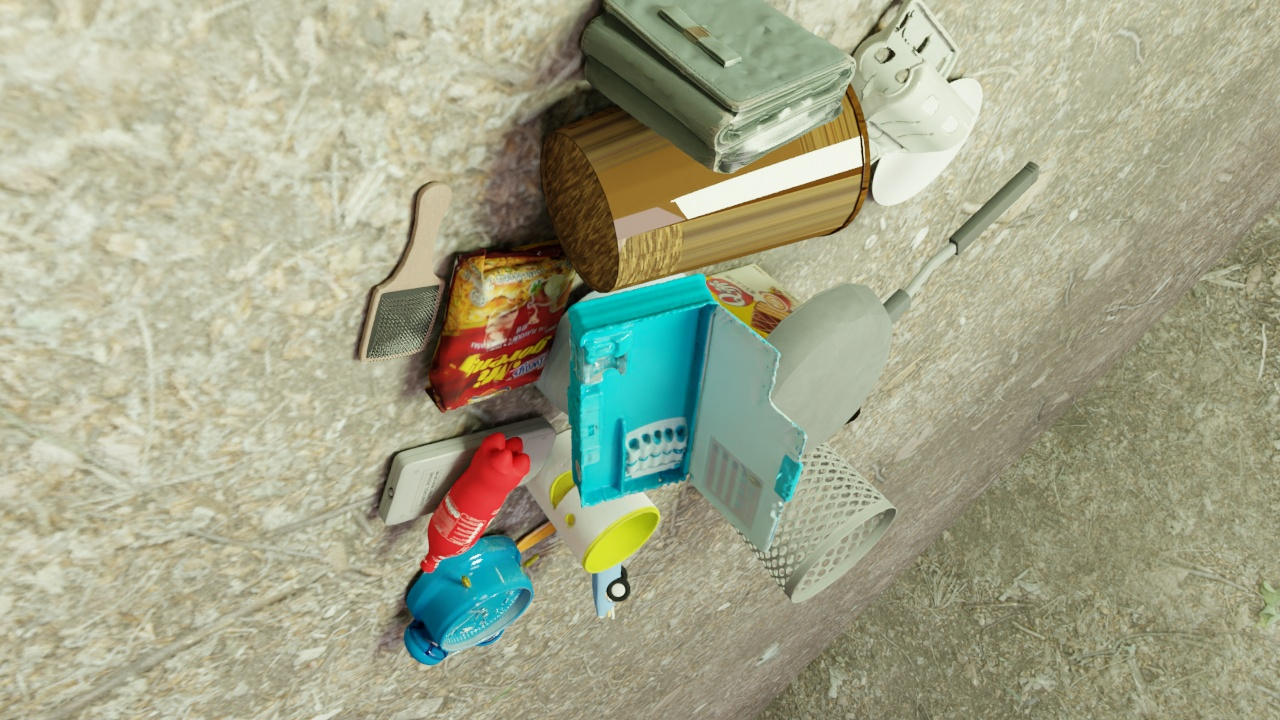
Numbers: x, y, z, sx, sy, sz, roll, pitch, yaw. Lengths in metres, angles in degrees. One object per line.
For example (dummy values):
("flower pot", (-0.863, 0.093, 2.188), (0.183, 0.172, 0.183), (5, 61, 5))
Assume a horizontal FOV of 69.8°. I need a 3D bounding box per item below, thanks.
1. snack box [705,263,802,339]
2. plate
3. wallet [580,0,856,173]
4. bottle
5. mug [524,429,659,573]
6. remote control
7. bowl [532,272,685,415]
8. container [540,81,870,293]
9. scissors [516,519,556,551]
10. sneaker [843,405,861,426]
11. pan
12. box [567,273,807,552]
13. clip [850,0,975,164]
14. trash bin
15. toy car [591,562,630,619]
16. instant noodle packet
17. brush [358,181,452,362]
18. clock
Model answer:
("snack box", (0.095, -0.025, 0.791), (0.083, 0.106, 0.061), (-19, 140, -38))
("plate", (0.262, -0.203, 0.849), (0.134, 0.011, 0.135), (-30, 150, -20))
("wallet", (0.040, -0.162, 0.503), (0.100, 0.131, 0.054), (-33, 147, -18))
("bottle", (-0.136, 0.117, 0.728), (0.041, 0.042, 0.142), (4, 128, -54))
("mug", (-0.046, 0.125, 0.828), (0.082, 0.106, 0.083), (-31, 150, -20))
("remote control", (-0.138, 0.086, 0.751), (0.150, 0.019, 0.074), (-13, 141, -41))
("bowl", (-0.004, 0.004, 0.726), (0.150, 0.074, 0.151), (-29, 156, -14))
("container", (0.035, -0.117, 0.574), (0.167, 0.132, 0.132), (-23, 147, -21))
("scissors", (-0.075, 0.158, 0.938), (0.128, 0.013, 0.065), (-30, 149, -22))
("sneaker", (0.110, 0.031, 0.878), (0.234, 0.120, 0.095), (-3, 134, -46))
("pan", (0.210, -0.040, 0.766), (0.357, 0.041, 0.179), (-43, 149, -6))
("box", (0.032, 0.040, 0.644), (0.228, 0.171, 0.084), (94, 10, -54))
("clip", (0.206, -0.192, 0.726), (0.126, 0.104, 0.152), (11, 113, -53))
("trash bin", (0.175, 0.159, 1.070), (0.156, 0.183, 0.157), (-31, 150, -20))
("toy car", (-0.036, 0.176, 0.904), (0.055, 0.153, 0.056), (3, -176, -5))
("instant noodle packet", (-0.093, -0.027, 0.628), (0.098, 0.039, 0.136), (-22, 147, -45))
("brush", (-0.137, -0.049, 0.563), (0.049, 0.015, 0.136), (-14, 142, -42))
("clock", (-0.166, 0.237, 0.885), (0.116, 0.060, 0.162), (-9, 140, -46))
